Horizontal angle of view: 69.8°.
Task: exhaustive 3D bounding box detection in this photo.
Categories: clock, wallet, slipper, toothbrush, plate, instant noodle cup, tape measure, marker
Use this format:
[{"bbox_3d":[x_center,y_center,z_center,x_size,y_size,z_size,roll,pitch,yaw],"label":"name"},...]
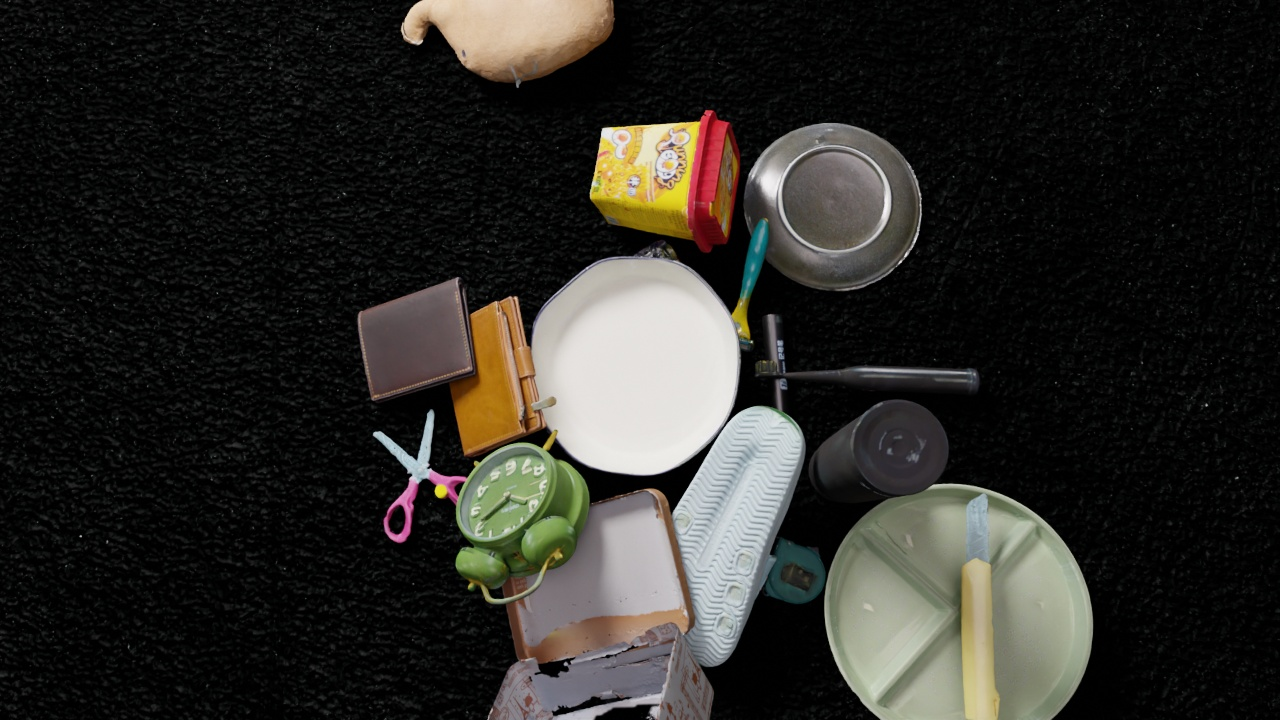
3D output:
[{"bbox_3d":[-0.108,0.143,0.814,0.116,0.056,0.161,-23,43,17],"label":"clock"},{"bbox_3d":[-0.218,-0.018,0.890,0.122,0.020,0.096,-16,80,22],"label":"wallet"},{"bbox_3d":[0.079,0.156,0.836,0.104,0.074,0.245,25,98,21],"label":"slipper"},{"bbox_3d":[0.214,0.015,0.876,0.212,0.026,0.027,3,73,-1],"label":"toothbrush"},{"bbox_3d":[-0.005,0.005,0.867,0.205,0.045,0.205,0,88,14],"label":"plate"},{"bbox_3d":[0.282,0.227,0.828,0.230,0.027,0.230,-2,79,10],"label":"plate"},{"bbox_3d":[0.025,-0.174,0.891,0.124,0.116,0.116,7,80,16],"label":"instant noodle cup"},{"bbox_3d":[0.144,0.198,0.853,0.054,0.025,0.058,17,81,6],"label":"tape measure"},{"bbox_3d":[0.132,0.020,0.891,0.022,0.020,0.132,-9,79,30],"label":"marker"},{"bbox_3d":[-0.140,0.015,0.870,0.119,0.035,0.130,-21,76,34],"label":"wallet"},{"bbox_3d":[0.193,-0.158,0.919,0.179,0.024,0.179,-1,79,3],"label":"plate"}]

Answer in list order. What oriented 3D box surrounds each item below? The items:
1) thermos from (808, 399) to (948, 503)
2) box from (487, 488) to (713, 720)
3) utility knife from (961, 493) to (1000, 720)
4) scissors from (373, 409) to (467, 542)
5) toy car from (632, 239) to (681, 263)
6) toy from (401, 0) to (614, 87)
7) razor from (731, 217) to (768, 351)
[{"bbox_3d":[0.198,0.084,0.761,0.090,0.242,0.068,6,80,4],"label":"thermos"},{"bbox_3d":[-0.040,0.255,0.791,0.180,0.133,0.270,-19,49,20],"label":"box"},{"bbox_3d":[0.297,0.221,0.802,0.031,0.021,0.208,1,86,9],"label":"utility knife"},{"bbox_3d":[-0.216,0.117,0.890,0.133,0.017,0.131,37,85,13],"label":"scissors"},{"bbox_3d":[0.031,-0.066,0.904,0.049,0.031,0.106,-34,79,0],"label":"toy car"},{"bbox_3d":[-0.138,-0.351,0.946,0.226,0.082,0.143,-15,74,3],"label":"toy"},{"bbox_3d":[0.106,-0.076,0.904,0.043,0.028,0.132,13,84,12],"label":"razor"}]
